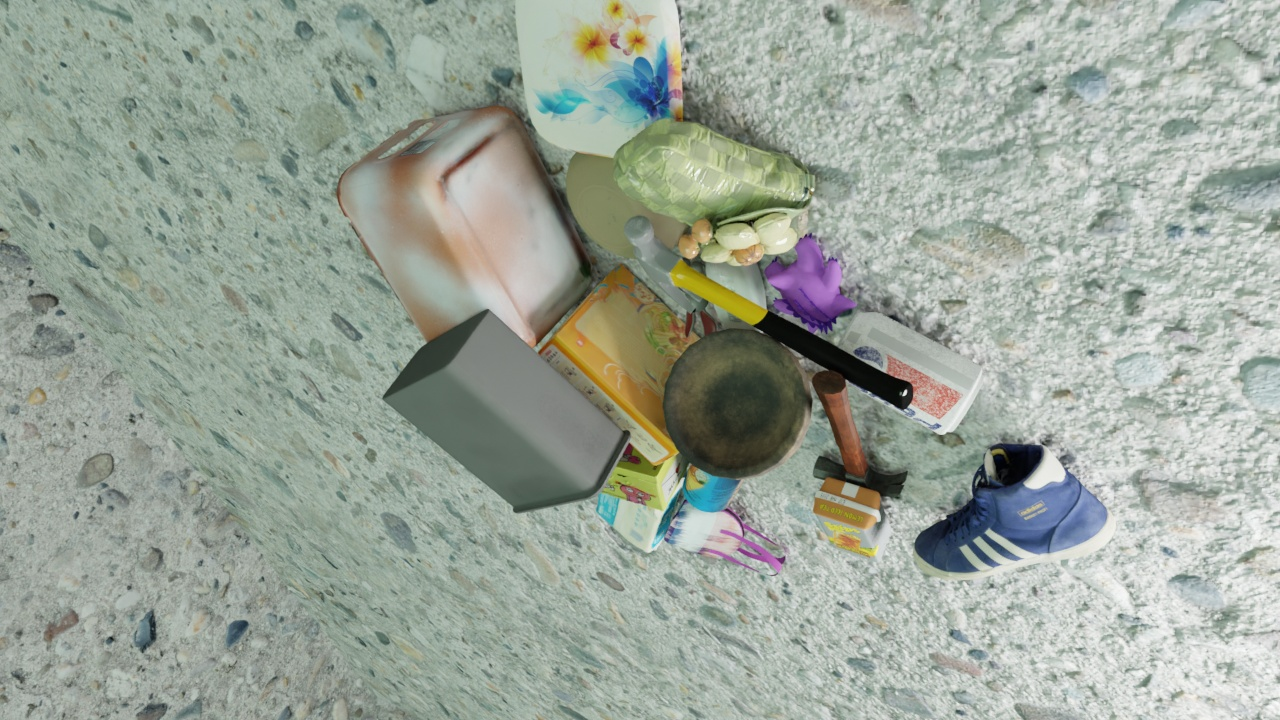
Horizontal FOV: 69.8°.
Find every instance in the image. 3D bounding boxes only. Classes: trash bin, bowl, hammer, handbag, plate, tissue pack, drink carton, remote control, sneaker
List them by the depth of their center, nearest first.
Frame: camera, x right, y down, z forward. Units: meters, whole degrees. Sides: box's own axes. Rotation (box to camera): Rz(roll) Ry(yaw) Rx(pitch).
[{"bbox_3d":[0.064,-0.148,0.861,0.186,0.116,0.113,16,154,-21],"label":"handbag"},{"bbox_3d":[-0.046,-0.285,0.890,0.187,0.016,0.187,15,127,28],"label":"plate"},{"bbox_3d":[0.123,-0.040,0.910,0.324,0.029,0.127,32,168,27],"label":"hammer"},{"bbox_3d":[0.358,0.157,0.974,0.118,0.091,0.234,46,143,-17],"label":"sneaker"},{"bbox_3d":[0.221,0.084,0.977,0.111,0.028,0.301,15,161,26],"label":"hammer"},{"bbox_3d":[-0.022,-0.168,0.995,0.152,0.050,0.153,24,141,20],"label":"bowl"},{"bbox_3d":[0.111,0.048,1.002,0.162,0.162,0.070,21,-177,24],"label":"bowl"},{"bbox_3d":[0.106,-0.073,1.004,0.060,0.028,0.114,9,134,34],"label":"remote control"},{"bbox_3d":[-0.155,0.066,1.050,0.220,0.097,0.192,44,144,-20],"label":"trash bin"},{"bbox_3d":[-0.189,-0.144,1.063,0.158,0.181,0.260,1,129,38],"label":"trash bin"},{"bbox_3d":[0.258,0.193,1.106,0.076,0.048,0.125,15,157,30],"label":"drink carton"},{"bbox_3d":[0.127,0.256,1.319,0.170,0.067,0.145,26,144,7],"label":"handbag"},{"bbox_3d":[-0.005,0.205,1.363,0.117,0.065,0.210,35,145,17],"label":"tissue pack"}]

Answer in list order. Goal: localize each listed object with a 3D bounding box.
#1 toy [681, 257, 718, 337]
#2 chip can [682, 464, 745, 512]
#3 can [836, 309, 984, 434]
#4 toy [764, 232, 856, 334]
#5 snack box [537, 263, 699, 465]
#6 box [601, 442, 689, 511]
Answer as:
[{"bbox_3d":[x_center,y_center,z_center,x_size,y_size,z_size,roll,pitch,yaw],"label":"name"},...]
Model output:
[{"bbox_3d":[0.063,-0.069,1.045,0.049,0.030,0.112,21,142,32],"label":"toy"},{"bbox_3d":[0.113,0.109,1.152,0.080,0.079,0.230,32,144,11],"label":"chip can"},{"bbox_3d":[0.262,0.010,0.912,0.136,0.078,0.078,30,143,13],"label":"can"},{"bbox_3d":[0.169,-0.069,0.928,0.088,0.055,0.106,45,144,-5],"label":"toy"},{"bbox_3d":[-0.006,0.006,1.090,0.195,0.144,0.081,43,143,-6],"label":"snack box"},{"bbox_3d":[-0.047,0.110,1.242,0.221,0.124,0.082,16,142,24],"label":"box"}]
